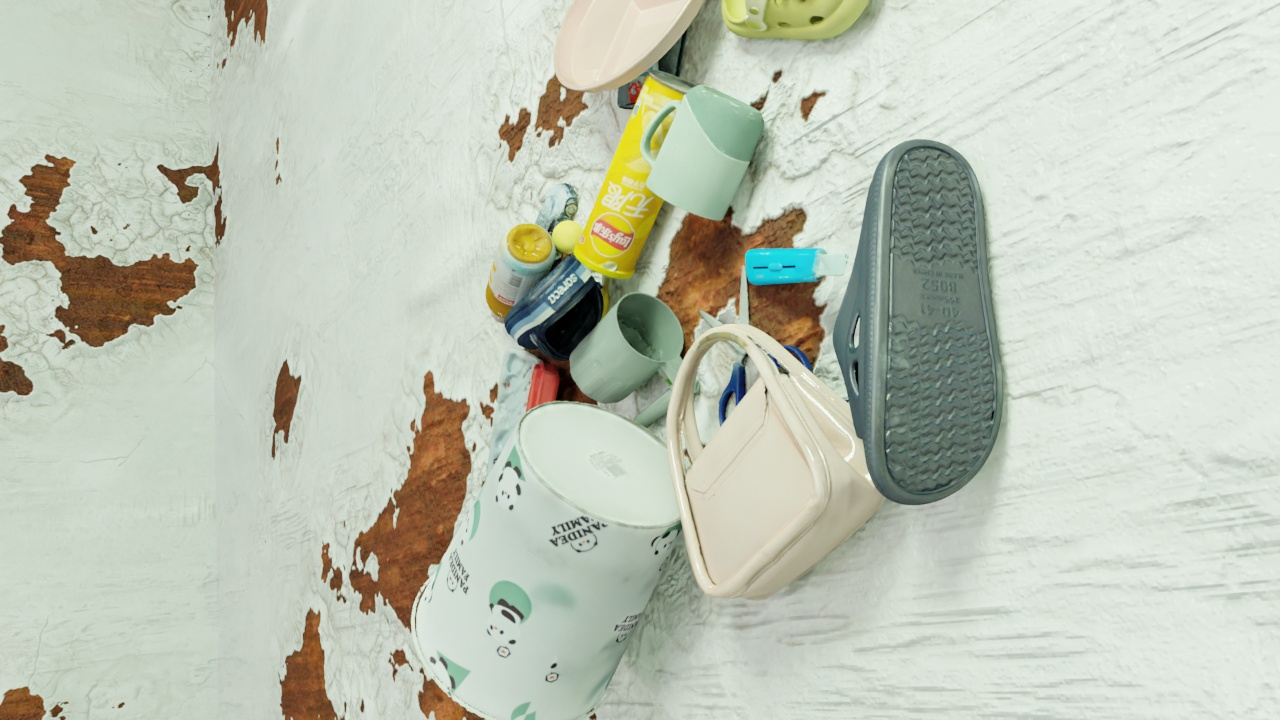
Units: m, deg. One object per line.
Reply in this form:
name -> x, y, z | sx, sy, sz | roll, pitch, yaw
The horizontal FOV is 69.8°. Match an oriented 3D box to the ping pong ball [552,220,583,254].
ping pong ball -> -0.086, -0.148, 1.105 | 0.040, 0.040, 0.040 | -6, 82, 52

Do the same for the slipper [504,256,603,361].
slipper -> -0.086, -0.053, 1.034 | 0.095, 0.105, 0.253 | 49, 168, -4

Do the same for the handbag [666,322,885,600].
handbag -> 0.093, 0.072, 0.801 | 0.194, 0.093, 0.234 | -56, 47, 38

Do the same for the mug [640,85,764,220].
mug -> 0.053, -0.207, 0.883 | 0.112, 0.082, 0.106 | 34, 114, 25

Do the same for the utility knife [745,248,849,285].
utility knife -> 0.131, -0.081, 0.780 | 0.191, 0.018, 0.034 | -164, 74, -74

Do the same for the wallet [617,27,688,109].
wallet -> 0.014, -0.336, 1.010 | 0.097, 0.019, 0.121 | 23, 107, 50

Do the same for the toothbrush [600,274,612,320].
toothbrush -> -0.043, -0.074, 1.065 | 0.018, 0.016, 0.191 | 16, 100, 61

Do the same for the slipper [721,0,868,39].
slipper -> 0.124, -0.334, 0.815 | 0.191, 0.081, 0.092 | 18, 104, 55

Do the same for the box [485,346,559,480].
box -> -0.149, 0.094, 1.164 | 0.161, 0.060, 0.201 | 31, 113, 62

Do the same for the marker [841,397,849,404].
marker -> 0.179, 0.041, 0.761 | 0.132, 0.020, 0.022 | -7, 101, 51

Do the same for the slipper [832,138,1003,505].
slipper -> 0.201, -0.027, 0.684 | 0.083, 0.110, 0.268 | 154, 121, -71

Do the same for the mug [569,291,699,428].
mug -> -0.006, 0.006, 0.967 | 0.124, 0.083, 0.104 | 56, 135, 6

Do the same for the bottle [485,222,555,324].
bottle -> -0.156, -0.101, 1.149 | 0.190, 0.068, 0.068 | 127, 134, -61

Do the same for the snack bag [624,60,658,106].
snack bag -> 0.004, -0.323, 0.987 | 0.045, 0.026, 0.105 | -1, 86, 50

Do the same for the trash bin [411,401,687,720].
trash bin -> -0.082, 0.193, 0.918 | 0.229, 0.229, 0.252 | 51, 125, 42

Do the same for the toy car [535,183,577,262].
toy car -> -0.111, -0.172, 1.148 | 0.049, 0.031, 0.106 | 44, 120, 45

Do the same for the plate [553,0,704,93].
plate -> -0.005, -0.380, 0.975 | 0.230, 0.028, 0.229 | -25, 51, 35

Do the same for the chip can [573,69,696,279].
chip can -> -0.001, -0.194, 0.973 | 0.072, 0.072, 0.214 | 50, 125, 42

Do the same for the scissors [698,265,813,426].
scissors -> 0.103, -0.003, 0.870 | 0.163, 0.012, 0.176 | 12, 95, 54
